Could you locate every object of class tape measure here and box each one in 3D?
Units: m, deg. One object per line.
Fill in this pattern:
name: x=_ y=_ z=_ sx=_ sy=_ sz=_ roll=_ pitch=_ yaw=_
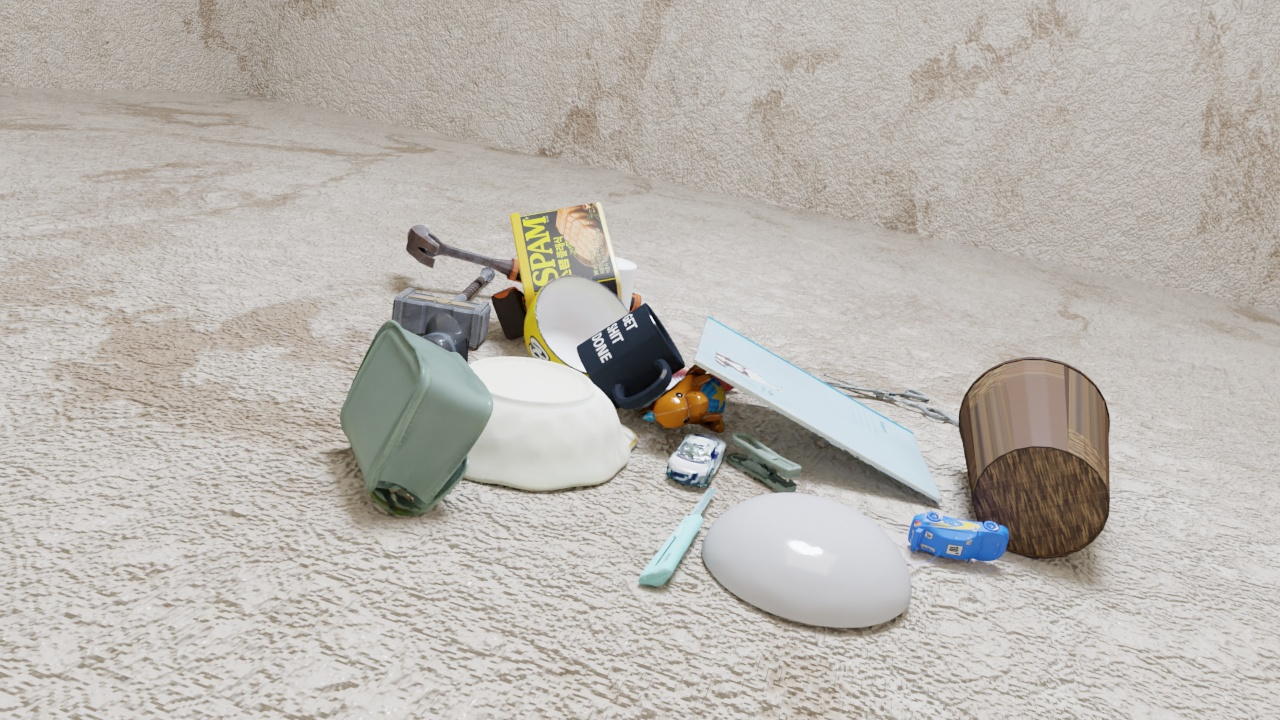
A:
tape measure: x=-0.149 y=-0.055 z=1.054 sx=0.038 sy=0.058 sz=0.058 roll=-19 pitch=12 yaw=7

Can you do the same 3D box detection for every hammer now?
hammer: x=-0.145 y=-0.111 z=1.191 sx=0.314 sy=0.035 sz=0.138 roll=15 pitch=11 yaw=-18
hammer: x=-0.216 y=-0.082 z=1.139 sx=0.098 sy=0.044 sz=0.321 roll=10 pitch=15 yaw=-1

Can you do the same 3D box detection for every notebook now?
notebook: x=0.168 y=0.040 z=0.890 sx=0.253 sy=0.009 sz=0.180 roll=29 pitch=17 yaw=-1

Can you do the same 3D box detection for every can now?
can: x=-0.084 y=-0.108 z=1.035 sx=0.104 sy=0.075 sz=0.135 roll=-11 pitch=56 yaw=-5

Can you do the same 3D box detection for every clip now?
clip: x=0.106 y=0.089 z=0.801 sx=0.023 sy=0.042 sz=0.076 roll=-3 pitch=22 yaw=-40

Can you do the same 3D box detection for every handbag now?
handbag: x=-0.168 y=0.041 z=0.671 sx=0.067 sy=0.106 sz=0.122 roll=27 pitch=6 yaw=-35

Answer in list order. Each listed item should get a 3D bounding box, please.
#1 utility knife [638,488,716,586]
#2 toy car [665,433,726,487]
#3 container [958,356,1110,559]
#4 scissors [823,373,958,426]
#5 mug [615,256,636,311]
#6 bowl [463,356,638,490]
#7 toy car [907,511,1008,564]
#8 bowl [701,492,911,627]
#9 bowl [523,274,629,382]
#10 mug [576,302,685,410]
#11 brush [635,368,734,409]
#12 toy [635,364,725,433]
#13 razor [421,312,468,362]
utility knife: x=0.034 y=0.125 z=0.673 sx=0.022 sy=0.015 sz=0.165 roll=-17 pitch=6 yaw=21
toy car: x=0.049 y=0.082 z=0.790 sx=0.039 sy=0.027 sz=0.089 roll=16 pitch=18 yaw=12
container: x=0.344 y=0.086 z=0.800 sx=0.132 sy=0.132 sz=0.166 roll=15 pitch=24 yaw=15
scissors: x=0.295 y=0.045 z=1.071 sx=0.141 sy=0.014 sz=0.158 roll=3 pitch=20 yaw=-32
mug: x=-0.062 y=-0.077 z=1.119 sx=0.110 sy=0.091 sz=0.074 roll=-5 pitch=24 yaw=-41
bowl: x=-0.097 y=0.042 z=0.780 sx=0.219 sy=0.060 sz=0.188 roll=-1 pitch=21 yaw=-34
toy car: x=0.234 y=0.148 z=0.698 sx=0.092 sy=0.033 sz=0.061 roll=9 pitch=33 yaw=10
bowl: x=0.120 y=0.128 z=0.651 sx=0.149 sy=0.043 sz=0.149 roll=7 pitch=18 yaw=-3
bowl: x=-0.070 y=-0.023 z=0.949 sx=0.117 sy=0.068 sz=0.117 roll=17 pitch=56 yaw=-27
mug: x=-0.005 y=0.005 z=0.849 sx=0.077 sy=0.071 sz=0.105 roll=-32 pitch=35 yaw=7
brush: x=0.052 y=0.029 z=0.953 sx=0.172 sy=0.041 sz=0.030 roll=-3 pitch=39 yaw=-42
toy: x=0.028 y=0.044 z=0.850 sx=0.103 sy=0.070 sz=0.090 roll=-16 pitch=1 yaw=32
razor: x=-0.204 y=-0.014 z=0.911 sx=0.063 sy=0.053 sz=0.140 roll=-1 pitch=17 yaw=-12
